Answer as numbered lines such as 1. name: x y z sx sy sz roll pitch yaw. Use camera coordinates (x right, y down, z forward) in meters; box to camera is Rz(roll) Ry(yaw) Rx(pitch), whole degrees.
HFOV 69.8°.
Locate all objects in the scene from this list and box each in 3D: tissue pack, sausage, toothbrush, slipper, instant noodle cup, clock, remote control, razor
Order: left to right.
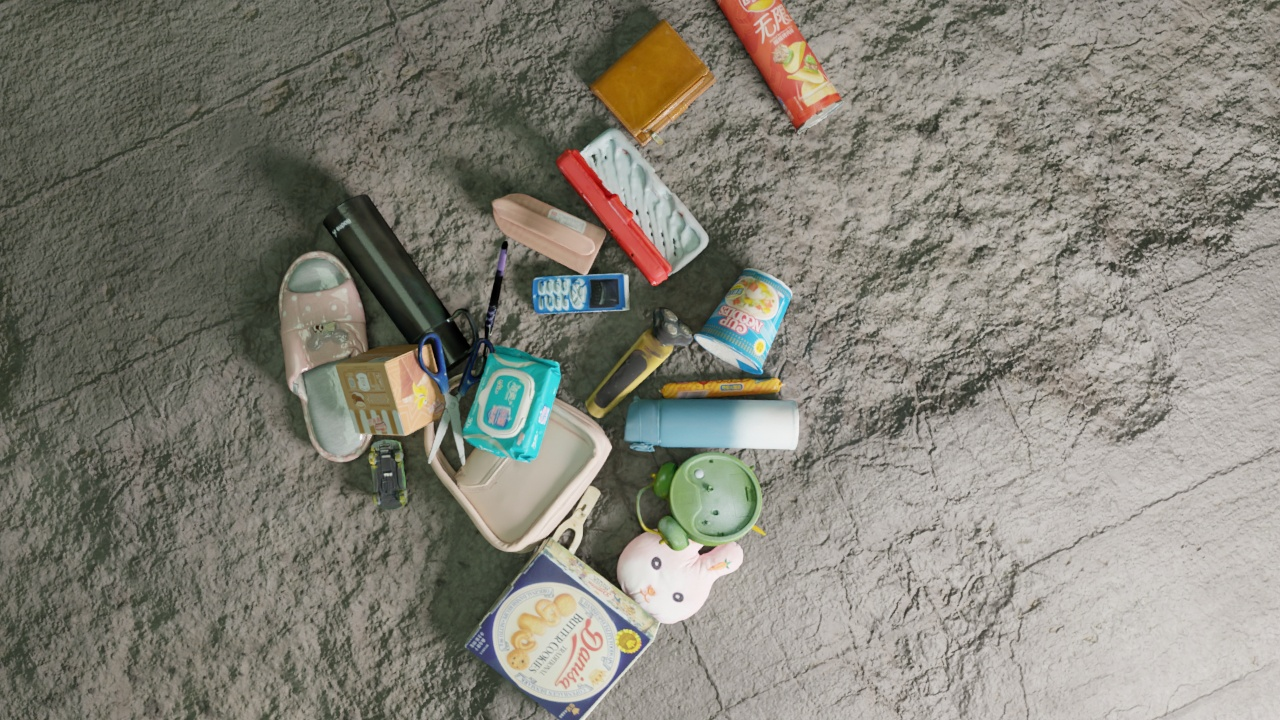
1. slipper: -0.403 -0.004 1.177 0.114 0.054 0.274 -8 91 0
2. toothbrush: -0.192 -0.066 1.180 0.014 0.017 0.189 6 79 16
3. tissue pack: -0.156 0.052 1.120 0.093 0.050 0.133 12 78 20
4. remote control: -0.077 -0.086 1.189 0.125 0.024 0.049 -2 91 1
5. razor: -0.007 0.007 1.174 0.062 0.067 0.167 44 97 2
6. clock: 0.074 0.180 1.157 0.161 0.056 0.116 -4 65 -6
7. sausage: 0.105 0.036 1.192 0.165 0.021 0.021 -3 91 0
8. instant noodle cup: 0.136 -0.054 1.160 0.099 0.099 0.110 29 82 0

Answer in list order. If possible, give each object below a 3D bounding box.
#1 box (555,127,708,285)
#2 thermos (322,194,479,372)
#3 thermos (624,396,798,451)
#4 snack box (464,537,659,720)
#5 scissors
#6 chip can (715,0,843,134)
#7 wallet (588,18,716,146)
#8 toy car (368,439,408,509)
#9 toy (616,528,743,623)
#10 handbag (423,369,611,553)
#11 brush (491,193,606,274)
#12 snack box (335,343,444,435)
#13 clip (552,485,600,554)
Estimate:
1. box: -0.009 -0.198 1.152 0.100 0.095 0.201 -40 89 3
2. thermos: -0.296 -0.100 1.167 0.090 0.068 0.242 -36 92 14
3. thermos: 0.089 0.082 1.172 0.220 0.070 0.070 0 91 0
4. snack box: -0.100 0.346 1.161 0.182 0.045 0.178 38 108 0
5. scissors: -0.235 0.039 1.129 0.163 0.012 0.162 49 68 -25
6. chip can: 0.172 -0.398 1.162 0.073 0.073 0.216 -33 92 0
7. wallet: 0.020 -0.353 1.180 0.130 0.035 0.119 -41 90 2
8. toy car: -0.324 0.147 1.187 0.043 0.036 0.091 -4 90 -1
9. toy: 0.050 0.263 1.183 0.159 0.054 0.121 -35 88 -7
10. handbag: -0.175 0.110 1.172 0.234 0.093 0.193 38 89 8
11. brush: -0.121 -0.168 1.165 0.145 0.073 0.063 26 91 1
12. snack box: -0.307 0.035 1.138 0.093 0.076 0.094 -2 108 34
13. clip: -0.087 0.215 1.198 0.035 0.087 0.104 28 63 1
